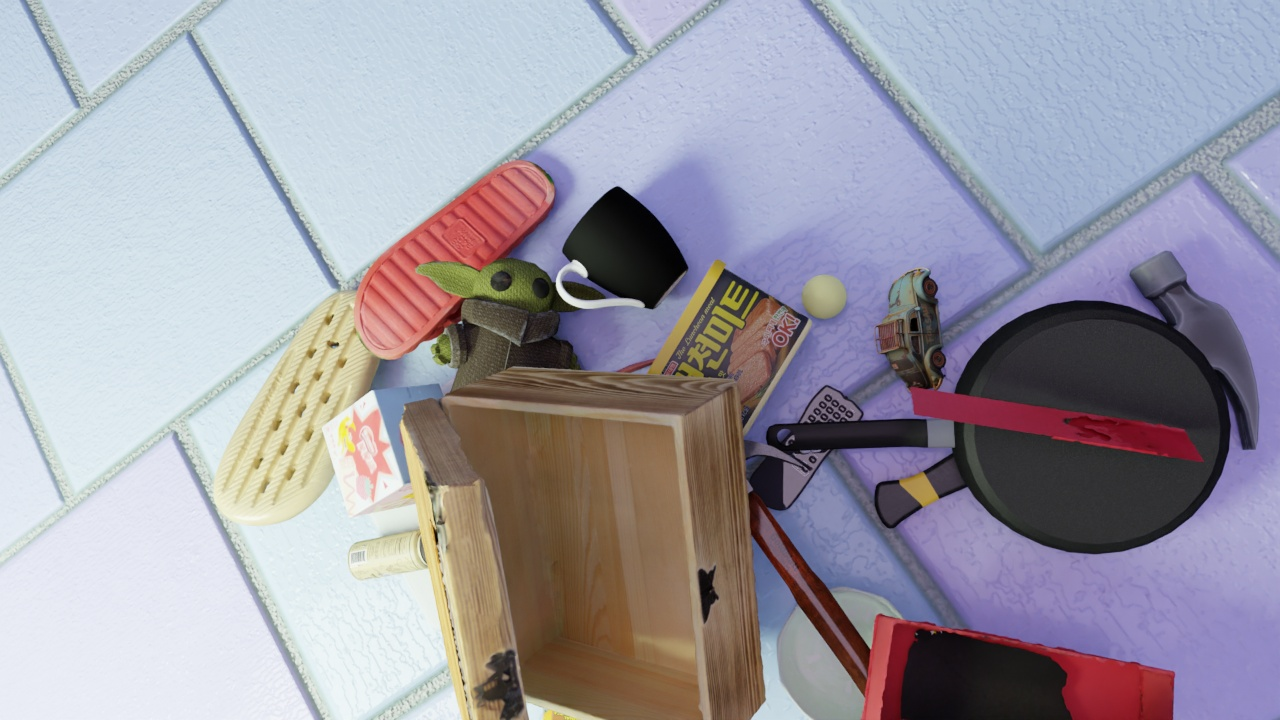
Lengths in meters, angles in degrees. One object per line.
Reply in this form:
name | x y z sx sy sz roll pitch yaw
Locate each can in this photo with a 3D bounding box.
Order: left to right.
can | -0.236 0.186 0.878 0.080 0.038 0.038 -14 79 18
can | 0.076 -0.007 0.820 0.101 0.072 0.131 31 91 2

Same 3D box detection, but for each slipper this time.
slipper | -0.323 0.052 0.926 0.111 0.079 0.260 15 68 13
slipper | -0.182 -0.098 0.916 0.103 0.059 0.248 39 78 17

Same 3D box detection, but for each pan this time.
pan | 0.281 0.059 0.746 0.356 0.044 0.204 -3 93 13

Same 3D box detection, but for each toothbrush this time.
toothbrush | -0.005 0.005 0.878 0.184 0.015 0.015 -14 76 12

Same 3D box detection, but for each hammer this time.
hammer | 0.143 0.195 0.738 0.111 0.028 0.300 -36 77 2
hammer | 0.347 0.057 0.772 0.325 0.034 0.169 -30 77 10

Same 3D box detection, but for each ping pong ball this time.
ping pong ball | 0.166 -0.057 0.828 0.040 0.040 0.040 -2 82 14

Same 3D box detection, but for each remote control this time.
remote control | 0.148 0.081 0.829 0.046 0.009 0.124 39 93 16

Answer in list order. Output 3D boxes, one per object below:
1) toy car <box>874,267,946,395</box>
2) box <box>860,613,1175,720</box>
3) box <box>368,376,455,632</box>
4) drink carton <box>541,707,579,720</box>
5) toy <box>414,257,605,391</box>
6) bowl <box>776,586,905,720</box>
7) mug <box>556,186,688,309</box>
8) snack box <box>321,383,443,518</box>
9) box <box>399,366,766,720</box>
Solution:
toy car | 0.231 -0.026 0.796 0.047 0.047 0.112 1 79 -25
box | 0.241 0.396 0.575 0.214 0.138 0.466 11 59 4
box | -0.177 0.133 0.896 0.190 0.037 0.209 -33 75 6
drink carton | -0.054 0.352 0.824 0.076 0.048 0.124 2 83 15
toy | -0.122 -0.020 0.852 0.179 0.078 0.152 8 84 -19
bowl | 0.176 0.248 0.772 0.117 0.061 0.117 -2 81 15
mug | -0.020 -0.087 0.852 0.100 0.085 0.118 41 70 2
snack box | -0.228 0.083 0.850 0.095 0.079 0.093 -29 75 36
box | -0.089 0.169 0.690 0.270 0.263 0.279 3 108 35
